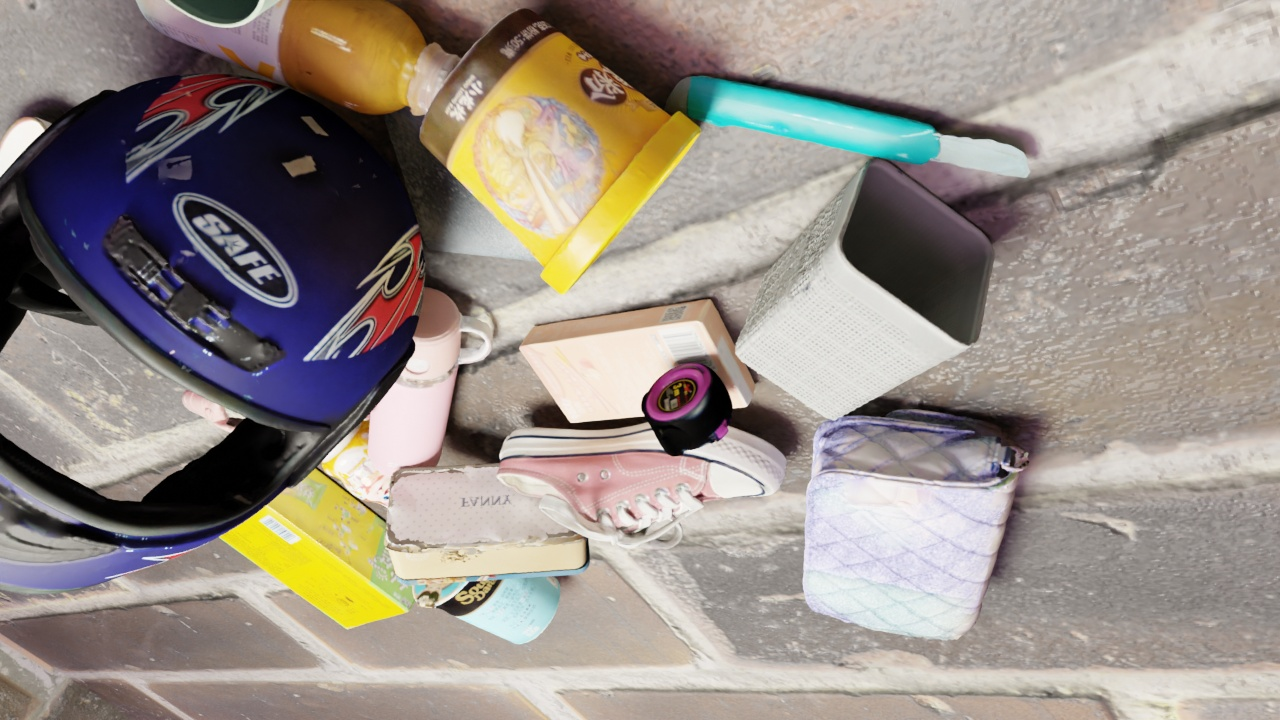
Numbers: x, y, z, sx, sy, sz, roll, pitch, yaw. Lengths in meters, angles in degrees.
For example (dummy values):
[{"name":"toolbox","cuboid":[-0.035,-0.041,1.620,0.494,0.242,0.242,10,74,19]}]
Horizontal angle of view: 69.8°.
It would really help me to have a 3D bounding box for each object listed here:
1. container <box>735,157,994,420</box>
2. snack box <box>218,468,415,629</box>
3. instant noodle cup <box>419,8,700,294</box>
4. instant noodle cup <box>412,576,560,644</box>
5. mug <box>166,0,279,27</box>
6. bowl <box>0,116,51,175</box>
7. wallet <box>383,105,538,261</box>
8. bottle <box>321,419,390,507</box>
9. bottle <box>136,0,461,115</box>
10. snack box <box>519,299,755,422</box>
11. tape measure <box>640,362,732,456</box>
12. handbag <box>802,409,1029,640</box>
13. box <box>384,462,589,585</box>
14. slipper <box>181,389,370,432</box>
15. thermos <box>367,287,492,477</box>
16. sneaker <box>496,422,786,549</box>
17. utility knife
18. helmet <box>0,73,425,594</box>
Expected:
[{"name":"container","cuboid":[0.120,-0.033,0.519,0.090,0.090,0.115,34,142,-9]},{"name":"snack box","cuboid":[-0.360,0.210,1.038,0.210,0.069,0.158,44,137,-20]},{"name":"instant noodle cup","cuboid":[-0.047,-0.117,0.502,0.114,0.118,0.119,41,138,-4]},{"name":"instant noodle cup","cuboid":[-0.148,0.226,0.925,0.111,0.111,0.120,-18,130,40]},{"name":"mug","cuboid":[-0.206,-0.233,0.460,0.112,0.106,0.082,19,140,8]},{"name":"bowl","cuboid":[-0.457,-0.128,0.722,0.114,0.113,0.062,-9,172,34]},{"name":"wallet","cuboid":[-0.110,-0.118,0.603,0.097,0.019,0.121,7,135,18]},{"name":"bottle","cuboid":[-0.249,0.106,0.876,0.063,0.063,0.108,-23,120,42]},{"name":"bottle","cuboid":[-0.193,-0.190,0.529,0.189,0.067,0.068,23,140,4]},{"name":"snack box","cuboid":[-0.004,0.004,0.668,0.158,0.026,0.084,-6,130,33]},{"name":"tape measure","cuboid":[0.032,0.033,0.613,0.058,0.057,0.039,-36,125,1]},{"name":"handbag","cuboid":[0.186,0.118,0.654,0.134,0.075,0.194,7,138,15]},{"name":"box","cuboid":[-0.123,0.137,0.788,0.184,0.089,0.064,0,138,-5]},{"name":"slipper","cuboid":[-0.321,0.044,0.799,0.114,0.054,0.275,23,164,-40]},{"name":"thermos","cuboid":[-0.177,0.023,0.756,0.087,0.067,0.199,6,141,-16]},{"name":"sneaker","cuboid":[-0.008,0.101,0.706,0.241,0.087,0.118,-2,149,24]},{"name":"utility knife","cuboid":[0.105,-0.123,0.486,0.196,0.013,0.029,17,138,15]},{"name":"helmet","cuboid":[-0.259,-0.037,0.541,0.241,0.314,0.247,-37,111,26]}]
